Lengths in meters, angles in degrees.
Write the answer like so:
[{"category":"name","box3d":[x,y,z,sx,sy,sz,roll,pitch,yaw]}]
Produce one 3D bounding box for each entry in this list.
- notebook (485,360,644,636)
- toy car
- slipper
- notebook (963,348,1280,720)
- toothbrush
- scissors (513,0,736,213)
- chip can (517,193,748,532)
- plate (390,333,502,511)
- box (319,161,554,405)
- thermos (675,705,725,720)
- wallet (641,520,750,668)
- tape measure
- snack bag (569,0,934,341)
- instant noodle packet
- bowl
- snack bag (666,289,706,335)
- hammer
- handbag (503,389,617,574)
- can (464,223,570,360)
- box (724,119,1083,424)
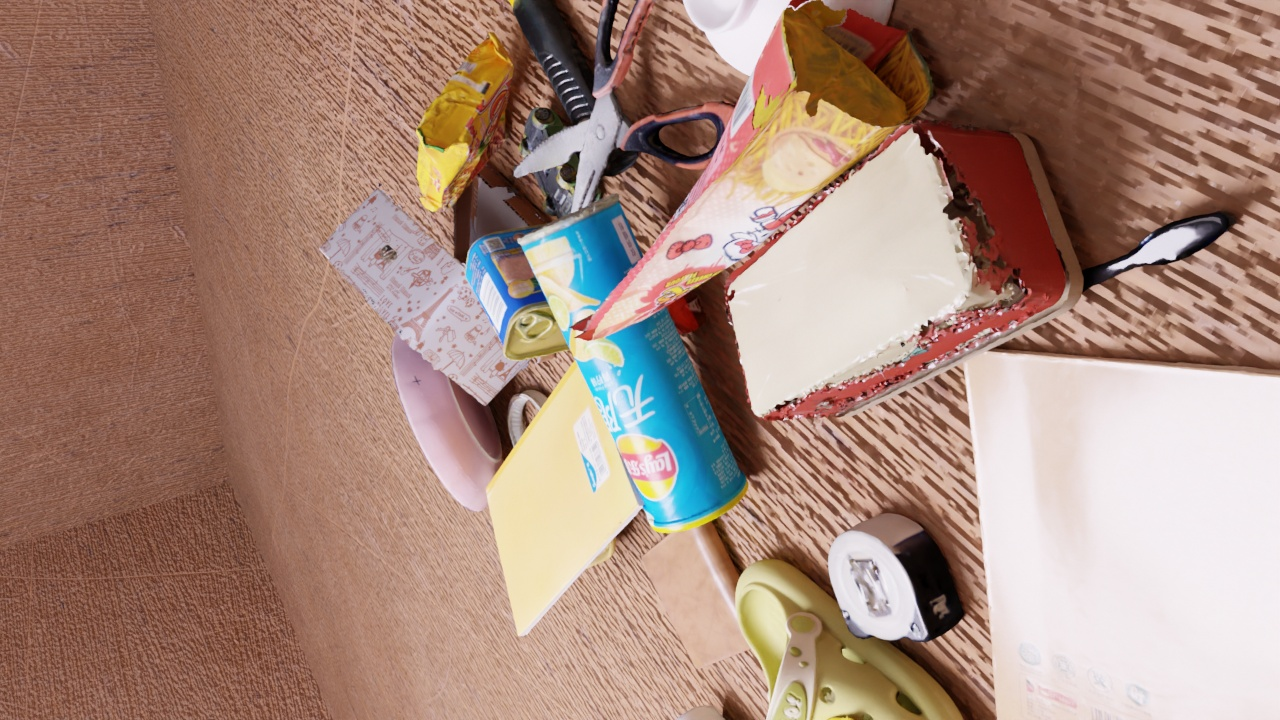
[{"category":"notebook","box3d":[-0.070,0.108,0.731,0.207,0.010,0.145,-53,44,38]},{"category":"toy car","box3d":[-0.061,-0.147,0.688,0.091,0.036,0.043,64,149,14]},{"category":"slipper","box3d":[0.106,0.200,0.547,0.190,0.081,0.092,41,139,45]},{"category":"notebook","box3d":[0.212,0.099,0.398,0.148,0.008,0.208,8,111,56]},{"category":"toothbrush","box3d":[0.170,-0.025,0.406,0.014,0.016,0.190,61,150,3]},{"category":"scissors","box3d":[-0.013,-0.161,0.582,0.226,0.015,0.189,1,102,42]},{"category":"chip can","box3d":[-0.003,0.003,0.590,0.071,0.071,0.210,-6,112,58]},{"category":"plate","box3d":[-0.180,0.053,0.903,0.192,0.039,0.192,-22,-92,-87]},{"category":"box","box3d":[-0.146,-0.083,0.810,0.182,0.166,0.150,41,177,37]},{"category":"thermos","box3d":[0.101,0.332,0.628,0.224,0.073,0.073,31,129,48]},{"category":"wallet","box3d":[0.044,0.176,0.691,0.101,0.020,0.116,63,150,15]},{"category":"tape measure","box3d":[0.136,0.119,0.505,0.066,0.033,0.066,-28,80,57]},{"category":"snack bag","box3d":[0.048,-0.084,0.470,0.073,0.128,0.208,49,142,4]},{"category":"instant noodle packet","box3d":[-0.136,-0.182,0.715,0.044,0.110,0.129,29,163,-4]},{"category":"bowl","box3d":[0.060,-0.188,0.451,0.118,0.064,0.118,33,131,47]},{"category":"snack bag","box3d":[0.011,-0.021,0.642,0.104,0.026,0.048,-52,54,54]},{"category":"hammer","box3d":[-0.080,-0.261,0.670,0.300,0.032,0.129,63,148,18]},{"category":"handbag","box3d":[-0.082,0.105,0.832,0.164,0.063,0.178,-40,55,56]},{"category":"can","box3d":[-0.070,-0.055,0.686,0.083,0.102,0.057,58,146,29]},{"category":"box","box3d":[0.103,-0.031,0.427,0.169,0.078,0.091,-41,57,58]}]
